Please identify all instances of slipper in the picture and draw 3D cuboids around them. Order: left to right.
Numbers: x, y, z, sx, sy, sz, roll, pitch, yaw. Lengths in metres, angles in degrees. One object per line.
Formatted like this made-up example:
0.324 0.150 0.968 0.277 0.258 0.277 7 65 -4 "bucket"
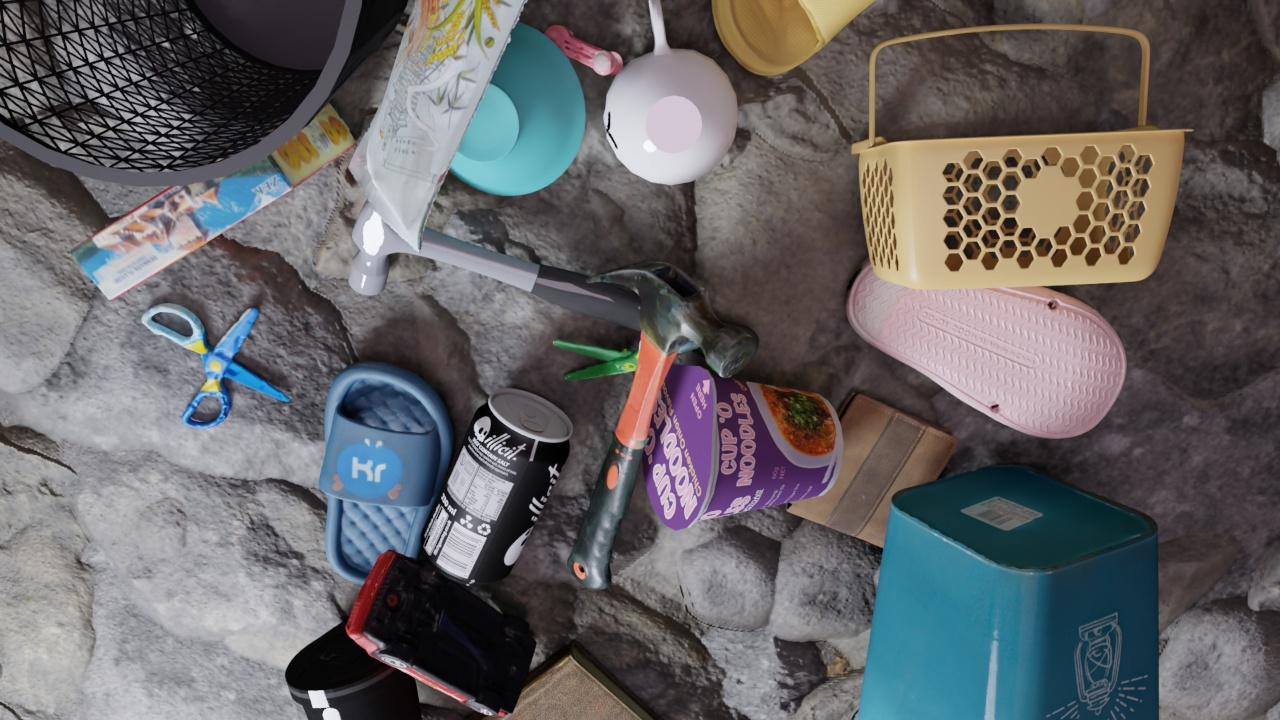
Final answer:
-0.209 0.101 0.743 0.104 0.059 0.214 9 114 -7 "slipper"
0.148 -0.293 0.567 0.099 0.078 0.264 43 106 -15 "slipper"
0.263 -0.019 0.699 0.221 0.055 0.107 25 110 0 "slipper"

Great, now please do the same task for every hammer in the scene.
-0.055 -0.056 0.679 0.310 0.029 0.125 18 135 -13 "hammer"
-0.012 0.069 0.687 0.033 0.133 0.334 -22 144 -36 "hammer"

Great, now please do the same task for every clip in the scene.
-0.038 -0.208 0.625 0.058 0.050 0.023 17 109 -23 "clip"

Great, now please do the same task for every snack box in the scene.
-0.273 -0.111 0.604 0.145 0.142 0.040 -28 111 11 "snack box"

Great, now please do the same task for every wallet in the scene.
0.192 0.093 0.762 0.098 0.026 0.121 22 111 -8 "wallet"

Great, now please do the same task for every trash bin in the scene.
-0.228 -0.229 0.498 0.217 0.242 0.217 0 113 -1 "trash bin"
0.288 0.216 0.720 0.196 0.199 0.219 -10 108 -24 "trash bin"

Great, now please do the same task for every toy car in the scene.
-0.160 0.232 0.768 0.056 0.081 0.189 -8 140 39 "toy car"

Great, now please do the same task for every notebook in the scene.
-0.108 0.360 0.869 0.216 0.034 0.190 -40 107 15 "notebook"

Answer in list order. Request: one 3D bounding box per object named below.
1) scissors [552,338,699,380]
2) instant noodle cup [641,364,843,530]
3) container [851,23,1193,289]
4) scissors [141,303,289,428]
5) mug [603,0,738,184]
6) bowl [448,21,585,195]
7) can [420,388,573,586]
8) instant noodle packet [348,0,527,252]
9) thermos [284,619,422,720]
-0.006 -0.003 0.702 0.129 0.012 0.117 15 145 -12 "scissors"
0.083 0.060 0.693 0.121 0.121 0.137 1 137 -23 "instant noodle cup"
0.244 -0.135 0.605 0.183 0.129 0.167 -2 99 0 "container"
-0.337 0.001 0.724 0.129 0.013 0.125 37 109 -18 "scissors"
0.018 -0.180 0.613 0.090 0.076 0.124 -9 113 3 "mug"
-0.102 -0.166 0.623 0.121 0.046 0.121 4 116 9 "bowl"
-0.115 0.102 0.730 0.080 0.080 0.146 23 109 -10 "can"
-0.115 -0.215 0.564 0.057 0.147 0.269 16 110 -39 "instant noodle packet"
-0.230 0.340 0.805 0.106 0.105 0.219 -10 105 4 "thermos"
